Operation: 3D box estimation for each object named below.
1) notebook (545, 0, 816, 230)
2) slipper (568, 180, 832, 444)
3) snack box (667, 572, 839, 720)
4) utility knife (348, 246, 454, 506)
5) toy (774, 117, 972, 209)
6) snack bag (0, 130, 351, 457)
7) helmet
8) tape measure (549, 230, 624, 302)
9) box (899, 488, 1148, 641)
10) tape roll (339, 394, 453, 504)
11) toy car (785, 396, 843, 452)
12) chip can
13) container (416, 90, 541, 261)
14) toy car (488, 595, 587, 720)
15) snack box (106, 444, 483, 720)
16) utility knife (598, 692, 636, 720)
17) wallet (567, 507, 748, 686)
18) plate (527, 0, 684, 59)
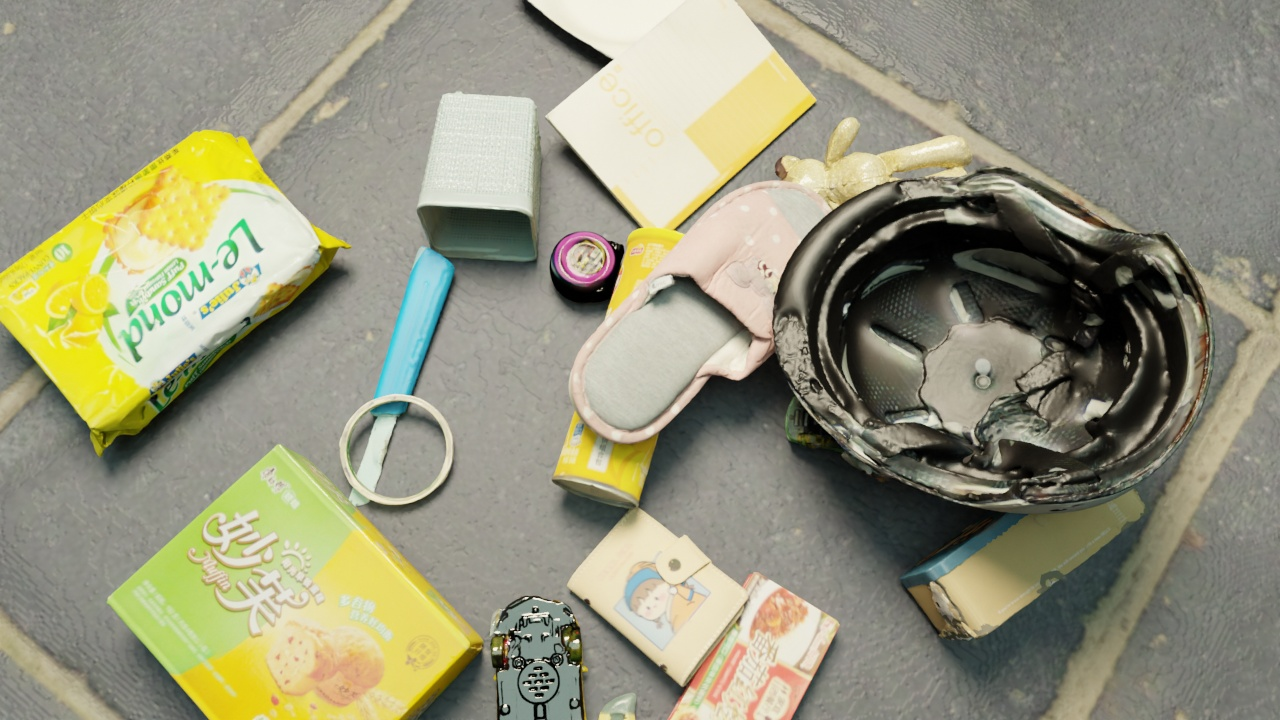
[{"bbox_3d":[0.039,-0.220,0.802,0.206,0.010,0.146,-43,96,-13],"label":"notebook"},{"bbox_3d":[0.058,-0.044,0.684,0.273,0.054,0.114,-41,98,-22],"label":"slipper"},{"bbox_3d":[0.078,0.240,0.674,0.075,0.025,0.152,31,74,8],"label":"snack box"},{"bbox_3d":[-0.195,0.013,0.738,0.034,0.018,0.218,15,77,-1],"label":"utility knife"},{"bbox_3d":[0.190,-0.149,0.755,0.157,0.066,0.105,-4,105,26],"label":"toy"},{"bbox_3d":[-0.374,-0.062,0.729,0.246,0.068,0.158,-43,78,-13],"label":"snack bag"},{"bbox_3d":[0.244,-0.001,0.650,0.274,0.157,0.230,22,82,34],"label":"helmet"},{"bbox_3d":[-0.046,-0.076,0.760,0.058,0.039,0.057,15,73,-2],"label":"tape measure"},{"bbox_3d":[0.287,0.133,0.682,0.184,0.090,0.062,-33,76,-14],"label":"box"},{"bbox_3d":[-0.189,0.069,0.714,0.086,0.014,0.085,1,84,-6],"label":"tape roll"},{"bbox_3d":[0.159,0.053,0.727,0.091,0.036,0.043,10,70,-2],"label":"toy car"},{"bbox_3d":[-0.004,0.004,0.719,0.072,0.072,0.213,16,73,3],"label":"chip can"},{"bbox_3d":[-0.127,-0.152,0.756,0.090,0.090,0.111,3,69,-1],"label":"container"},{"bbox_3d":[-0.070,0.248,0.658,0.071,0.041,0.155,-5,75,-4],"label":"toy car"},{"bbox_3d":[-0.241,0.188,0.656,0.210,0.070,0.157,43,77,10],"label":"snack box"},{"bbox_3d":[-0.020,0.348,0.647,0.031,0.022,0.216,1,77,4],"label":"utility knife"},{"bbox_3d":[0.015,0.171,0.686,0.115,0.024,0.087,35,76,24],"label":"wallet"},{"bbox_3d":[-0.016,-0.350,0.846,0.164,0.034,0.163,38,76,8],"label":"plate"}]
